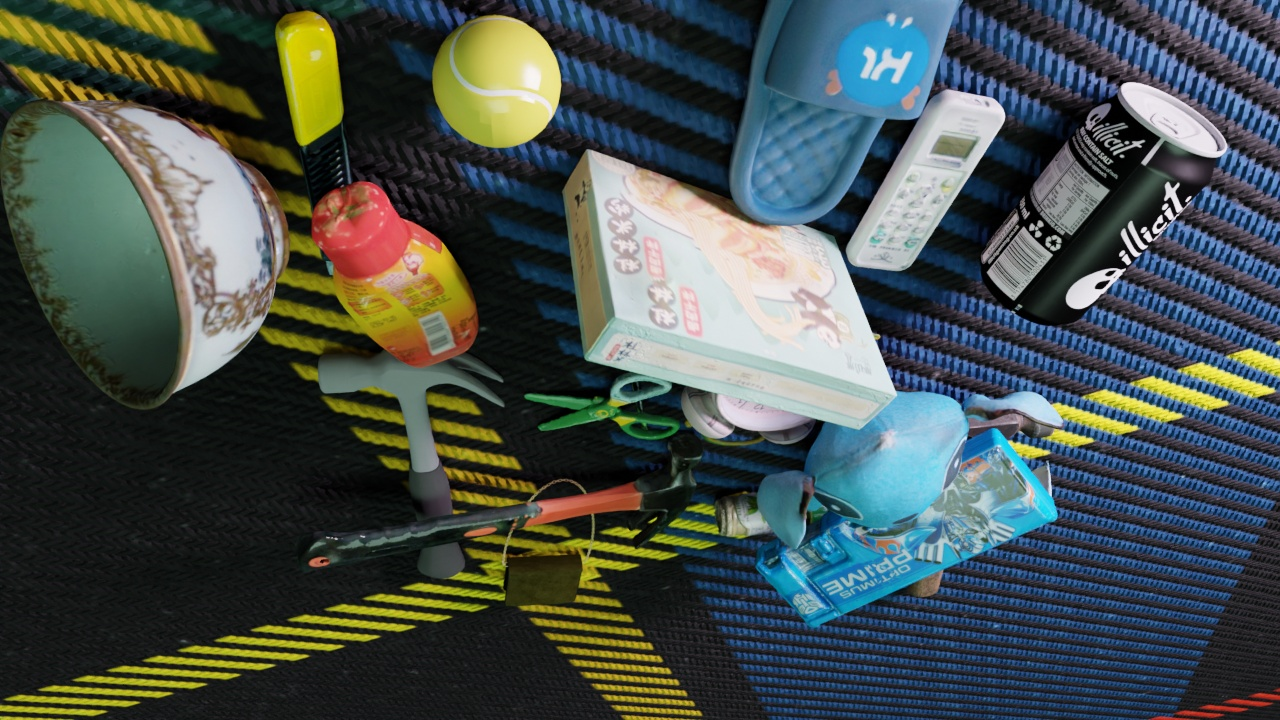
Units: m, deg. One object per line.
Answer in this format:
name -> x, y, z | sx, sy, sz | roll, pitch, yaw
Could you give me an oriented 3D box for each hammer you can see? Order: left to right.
hammer -> -0.171, 0.097, 0.755 | 0.125, 0.029, 0.312 | -3, 139, -8
hammer -> -0.114, 0.132, 0.770 | 0.332, 0.033, 0.133 | -7, 140, -16
hammer -> 0.304, 0.152, 0.918 | 0.120, 0.033, 0.331 | -4, 139, -1

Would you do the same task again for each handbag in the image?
handbag -> -0.086, 0.169, 0.863 | 0.084, 0.027, 0.178 | 1, 133, -15

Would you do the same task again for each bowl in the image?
bowl -> -0.249, -0.064, 0.490 | 0.093, 0.160, 0.160 | -30, 162, -49

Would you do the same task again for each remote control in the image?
remote control -> 0.179, -0.113, 0.592 | 0.050, 0.022, 0.134 | 5, 137, -17

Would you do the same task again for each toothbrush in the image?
toothbrush -> -0.004, 0.004, 0.695 | 0.017, 0.014, 0.188 | -24, 141, -10

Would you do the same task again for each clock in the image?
clock -> 0.094, 0.013, 0.690 | 0.116, 0.058, 0.158 | 8, 136, -20

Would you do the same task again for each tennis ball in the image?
tennis ball -> -0.074, -0.143, 0.473 | 0.065, 0.065, 0.065 | -6, 139, -5

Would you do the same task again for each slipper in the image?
slipper -> 0.108, -0.154, 0.506 | 0.103, 0.059, 0.214 | 7, 138, -16

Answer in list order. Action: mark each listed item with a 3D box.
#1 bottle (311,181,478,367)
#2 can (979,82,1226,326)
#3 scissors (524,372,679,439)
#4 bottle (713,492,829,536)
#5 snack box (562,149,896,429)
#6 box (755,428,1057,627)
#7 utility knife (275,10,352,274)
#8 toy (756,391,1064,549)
bottle -> -0.150, -0.050, 0.562 | 0.071, 0.048, 0.134 | -19, 147, 3
can -> 0.291, -0.096, 0.591 | 0.080, 0.080, 0.146 | 7, 136, -19
scissors -> -0.029, 0.033, 0.710 | 0.131, 0.012, 0.113 | 10, 141, -9
bottle -> 0.125, 0.142, 0.857 | 0.110, 0.042, 0.043 | -3, 139, -6
snack box -> 0.051, -0.041, 0.556 | 0.193, 0.141, 0.044 | 15, 134, -26
box -> 0.237, 0.140, 0.824 | 0.244, 0.113, 0.114 | -35, 106, 28
utility knife -> -0.179, -0.113, 0.520 | 0.028, 0.020, 0.174 | -12, 141, -20
toy -> 0.196, 0.068, 0.710 | 0.224, 0.099, 0.191 | -27, 174, 8
